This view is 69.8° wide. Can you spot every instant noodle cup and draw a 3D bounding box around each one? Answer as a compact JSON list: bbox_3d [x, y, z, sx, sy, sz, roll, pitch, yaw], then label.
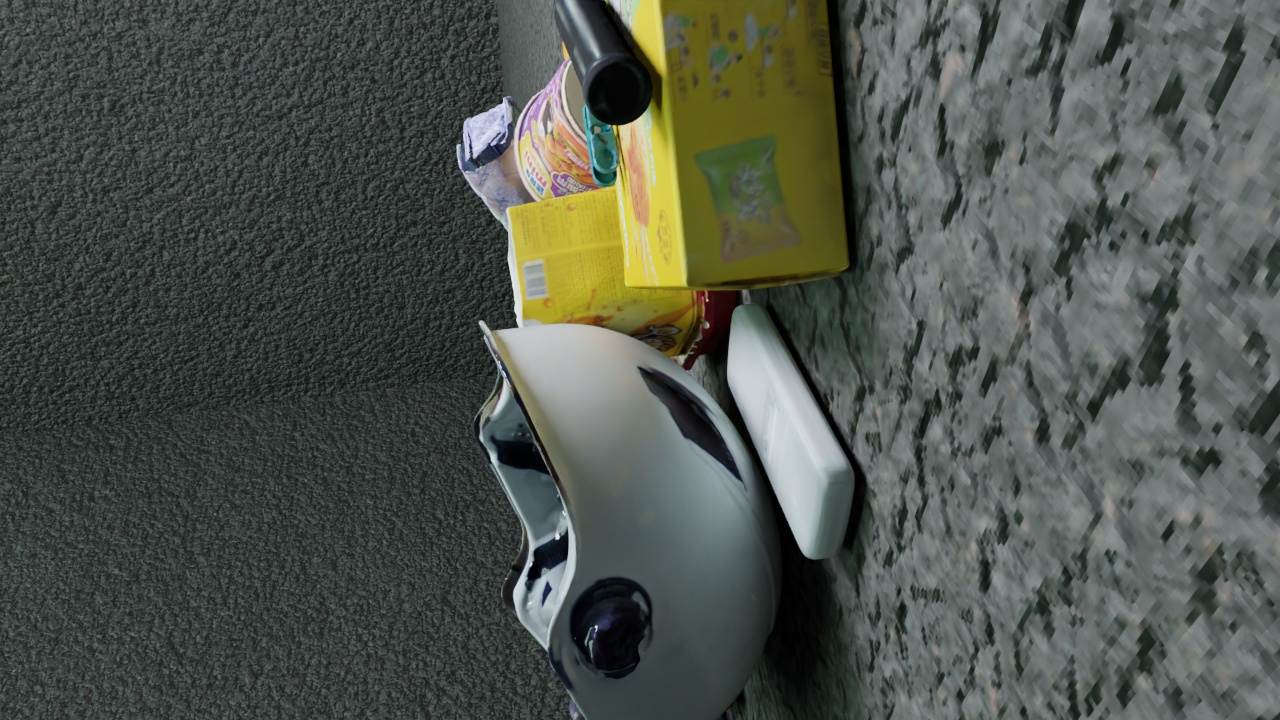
[{"bbox_3d":[-0.025,-0.157,0.617,0.099,0.111,0.111,149,113,-73],"label":"instant noodle cup"},{"bbox_3d":[-0.017,-0.053,0.569,0.116,0.123,0.116,111,150,-71],"label":"instant noodle cup"}]

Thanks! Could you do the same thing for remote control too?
[{"bbox_3d":[0.068,0.029,0.435,0.135,0.020,0.056,-108,16,-51],"label":"remote control"}]

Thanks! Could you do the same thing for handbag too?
[{"bbox_3d":[-0.106,-0.160,0.931,0.194,0.076,0.134,51,-164,-38],"label":"handbag"}]

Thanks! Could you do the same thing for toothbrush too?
[{"bbox_3d":[-0.027,-0.160,0.424,0.027,0.026,0.212,-53,30,24],"label":"toothbrush"}]

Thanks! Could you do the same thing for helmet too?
[{"bbox_3d":[-0.002,0.092,0.512,0.229,0.145,0.259,-136,38,-65],"label":"helmet"}]

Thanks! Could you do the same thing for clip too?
[{"bbox_3d":[-0.020,-0.112,0.454,0.040,0.014,0.056,101,162,-68],"label":"clip"}]

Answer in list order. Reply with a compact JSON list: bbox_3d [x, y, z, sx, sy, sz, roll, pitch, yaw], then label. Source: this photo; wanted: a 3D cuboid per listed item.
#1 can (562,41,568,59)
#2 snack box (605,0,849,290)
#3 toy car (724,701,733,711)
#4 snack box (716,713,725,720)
[{"bbox_3d":[-0.036,-0.303,0.695,0.058,0.058,0.146,-124,28,-70],"label":"can"},{"bbox_3d":[0.026,-0.137,0.416,0.158,0.070,0.210,-153,56,-79],"label":"snack box"},{"bbox_3d":[0.034,0.197,0.662,0.045,0.053,0.120,21,-128,-58],"label":"toy car"},{"bbox_3d":[0.014,0.211,0.722,0.058,0.057,0.207,-28,62,36],"label":"snack box"}]
